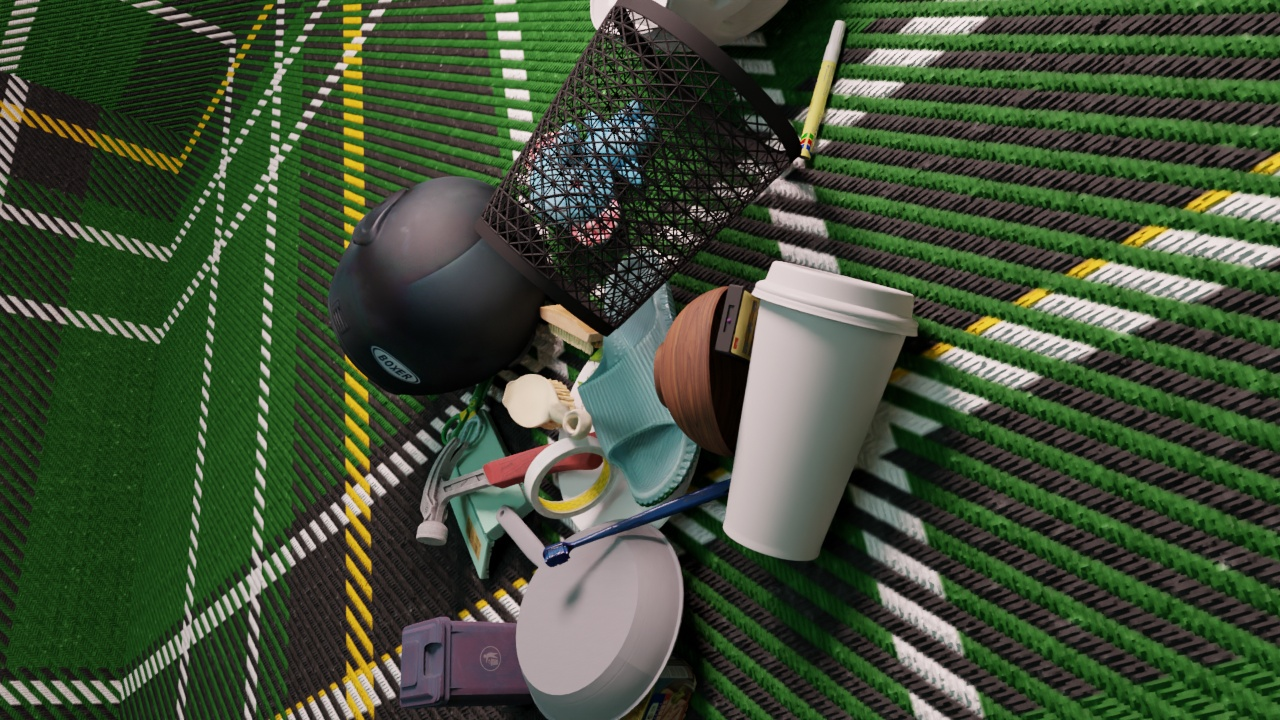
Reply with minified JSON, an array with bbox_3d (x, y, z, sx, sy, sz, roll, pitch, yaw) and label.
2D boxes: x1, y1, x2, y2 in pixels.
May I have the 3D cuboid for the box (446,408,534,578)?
[{"bbox_3d":[-0.206,0.163,1.158,0.138,0.057,0.187,-53,42,15],"label":"box"}]

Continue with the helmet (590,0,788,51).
[{"bbox_3d":[0.047,-0.425,0.939,0.283,0.183,0.224,12,81,44],"label":"helmet"}]

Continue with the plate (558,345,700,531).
[{"bbox_3d":[-0.007,0.080,0.955,0.230,0.030,0.229,-20,63,45],"label":"plate"}]

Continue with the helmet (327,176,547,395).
[{"bbox_3d":[-0.231,-0.110,1.136,0.236,0.249,0.315,-37,26,23],"label":"helmet"}]

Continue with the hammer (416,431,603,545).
[{"bbox_3d":[-0.149,0.125,1.047,0.317,0.036,0.126,-21,53,40],"label":"hammer"}]

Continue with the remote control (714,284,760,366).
[{"bbox_3d":[0.098,-0.024,0.789,0.013,0.133,0.058,12,88,25],"label":"remote control"}]

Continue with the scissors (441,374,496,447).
[{"bbox_3d":[-0.212,0.058,1.194,0.071,0.014,0.130,11,65,40],"label":"scissors"}]

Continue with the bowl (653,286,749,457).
[{"bbox_3d":[0.052,0.011,0.804,0.069,0.147,0.147,-3,74,24],"label":"bowl"}]

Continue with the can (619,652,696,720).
[{"bbox_3d":[0.004,0.316,0.840,0.054,0.059,0.100,29,100,50],"label":"can"}]

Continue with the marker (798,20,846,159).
[{"bbox_3d":[0.172,-0.256,0.868,0.014,0.014,0.132,16,90,51],"label":"marker"}]

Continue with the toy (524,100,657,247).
[{"bbox_3d":[-0.061,-0.232,1.075,0.181,0.114,0.183,-43,57,17],"label":"toy"}]

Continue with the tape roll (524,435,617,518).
[{"bbox_3d":[-0.069,0.117,0.915,0.094,0.094,0.019,-58,42,19],"label":"tape roll"}]

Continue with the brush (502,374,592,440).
[{"bbox_3d":[-0.085,0.052,0.927,0.272,0.077,0.062,-170,84,-73],"label":"brush"}]

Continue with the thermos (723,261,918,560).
[{"bbox_3d":[0.133,0.041,0.738,0.132,0.131,0.222,25,105,51],"label":"thermos"}]

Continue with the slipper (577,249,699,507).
[{"bbox_3d":[-0.005,0.005,0.901,0.116,0.069,0.275,-32,54,36],"label":"slipper"}]

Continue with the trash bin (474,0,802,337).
[{"bbox_3d":[-0.014,-0.166,0.851,0.243,0.217,0.217,-50,42,4],"label":"trash bin"}]

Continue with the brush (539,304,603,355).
[{"bbox_3d":[-0.069,-0.039,1.058,0.117,0.049,0.039,30,124,49],"label":"brush"}]

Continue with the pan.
[{"bbox_3d":[-0.086,0.217,0.923,0.200,0.050,0.357,-57,37,-3],"label":"pan"}]

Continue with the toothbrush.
[{"bbox_3d":[0.000,0.149,0.843,0.190,0.016,0.017,-21,28,-1],"label":"toothbrush"}]

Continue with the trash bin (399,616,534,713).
[{"bbox_3d":[-0.169,0.320,0.965,0.092,0.160,0.093,-26,58,43],"label":"trash bin"}]
